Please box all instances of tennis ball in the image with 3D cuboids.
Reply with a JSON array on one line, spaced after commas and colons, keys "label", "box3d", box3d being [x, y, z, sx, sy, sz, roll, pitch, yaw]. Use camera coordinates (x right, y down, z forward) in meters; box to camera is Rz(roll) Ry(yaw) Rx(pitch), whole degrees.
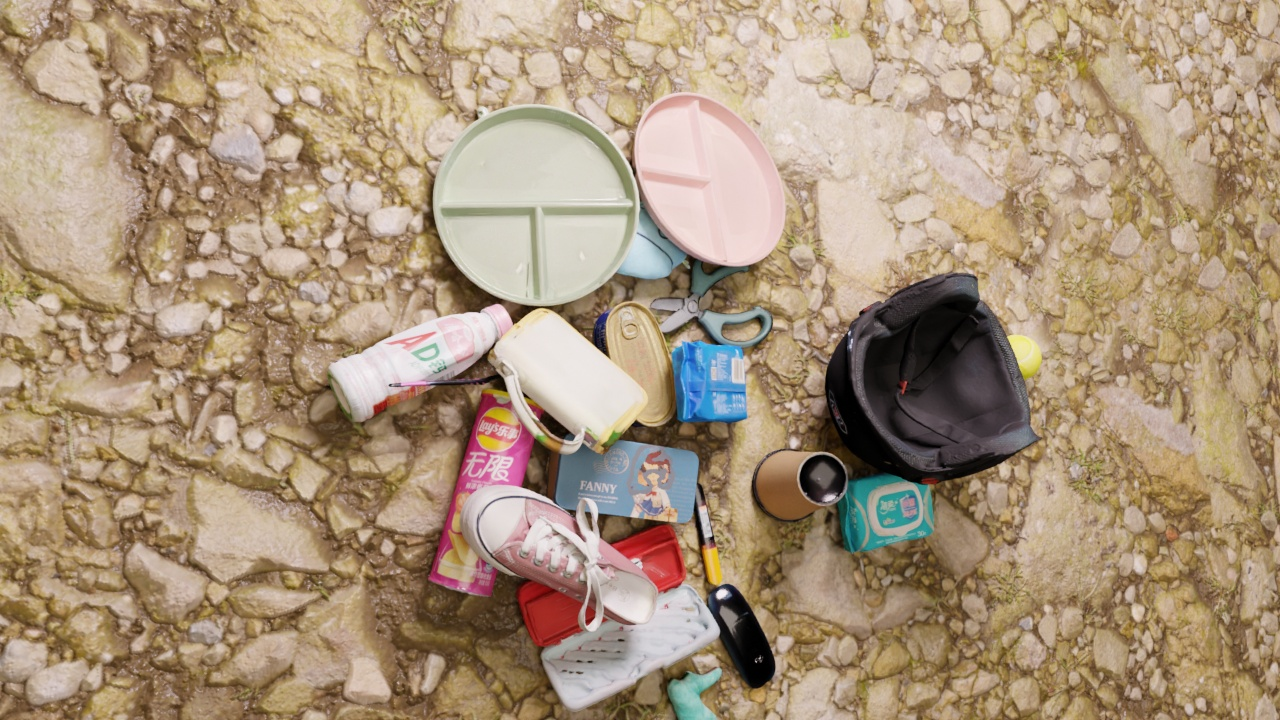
[{"label": "tennis ball", "box3d": [0.530, -0.003, 1.293, 0.065, 0.066, 0.065, 3, 83, -23]}]

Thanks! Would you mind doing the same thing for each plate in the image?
[{"label": "plate", "box3d": [-0.116, -0.173, 1.031, 0.230, 0.027, 0.230, 1, 85, -12]}, {"label": "plate", "box3d": [0.083, -0.218, 1.119, 0.229, 0.028, 0.229, 13, 66, -30]}]

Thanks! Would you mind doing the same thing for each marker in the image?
[{"label": "marker", "box3d": [0.079, 0.209, 1.110, 0.018, 0.015, 0.124, -9, 86, -25]}]

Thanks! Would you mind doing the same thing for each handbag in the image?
[{"label": "handbag", "box3d": [-0.089, 0.036, 0.964, 0.163, 0.063, 0.178, 40, 27, 2]}]

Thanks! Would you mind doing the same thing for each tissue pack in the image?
[{"label": "tissue pack", "box3d": [0.315, 0.193, 1.191, 0.133, 0.050, 0.093, -8, 89, -23]}, {"label": "tissue pack", "box3d": [0.079, 0.027, 1.077, 0.157, 0.052, 0.095, 5, 81, -61]}]

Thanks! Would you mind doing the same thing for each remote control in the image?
[{"label": "remote control", "box3d": [0.126, 0.335, 1.110, 0.053, 0.024, 0.136, -30, 96, -24]}]

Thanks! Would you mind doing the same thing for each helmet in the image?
[{"label": "helmet", "box3d": [0.340, 0.036, 1.121, 0.274, 0.231, 0.233, -9, 74, -25]}]

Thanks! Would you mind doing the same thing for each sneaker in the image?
[{"label": "sneaker", "box3d": [-0.070, 0.203, 0.940, 0.241, 0.088, 0.118, 36, 67, -20]}]

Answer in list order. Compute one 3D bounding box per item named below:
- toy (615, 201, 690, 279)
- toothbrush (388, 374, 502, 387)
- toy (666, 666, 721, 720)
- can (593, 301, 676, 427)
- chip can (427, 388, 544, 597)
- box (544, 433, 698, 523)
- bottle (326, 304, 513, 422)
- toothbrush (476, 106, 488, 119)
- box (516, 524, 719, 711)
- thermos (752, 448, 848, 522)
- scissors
[{"label": "toy", "box3d": [-0.014, -0.146, 1.087, 0.156, 0.050, 0.161, 42, 69, -6]}, {"label": "toothbrush", "box3d": [-0.186, 0.025, 0.978, 0.188, 0.014, 0.018, -3, 92, -48]}, {"label": "toy", "box3d": [0.064, 0.405, 1.075, 0.096, 0.030, 0.092, -25, 97, -29]}, {"label": "can", "box3d": [-0.006, 0.006, 1.074, 0.074, 0.049, 0.148, -18, 92, -24]}, {"label": "chip can", "box3d": [-0.164, 0.141, 0.983, 0.071, 0.071, 0.210, 18, 78, -20]}, {"label": "box", "box3d": [-0.028, 0.134, 1.046, 0.184, 0.063, 0.089, 9, 80, -24]}, {"label": "bottle", "box3d": [-0.228, -0.005, 0.975, 0.196, 0.068, 0.068, -28, 96, -26]}, {"label": "toothbrush", "box3d": [-0.155, -0.199, 1.050, 0.020, 0.029, 0.189, -16, 90, -67]}, {"label": "box", "box3d": [-0.025, 0.285, 1.033, 0.200, 0.064, 0.160, -19, 75, -24]}, {"label": "thermos", "box3d": [0.194, 0.147, 1.101, 0.093, 0.143, 0.093, 2, 79, -10]}, {"label": "scissors", "box3d": [0.097, -0.061, 1.143, 0.176, 0.019, 0.172, -40, 101, -23]}]
